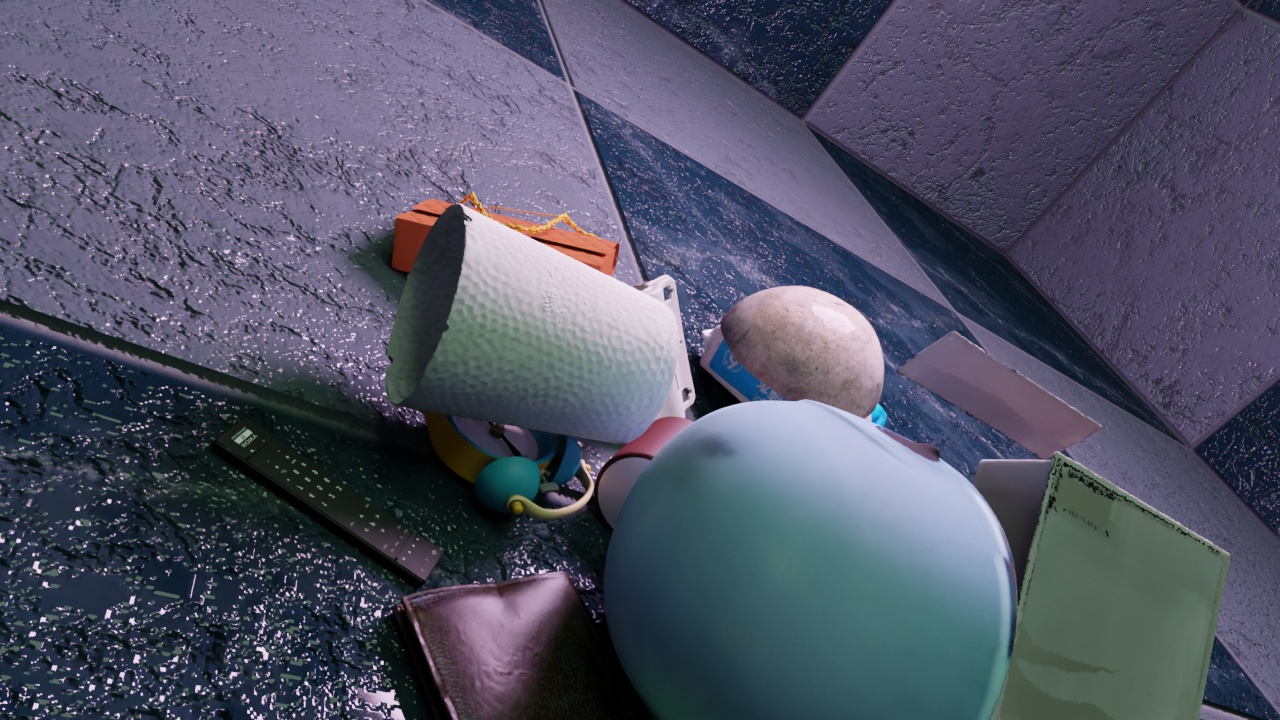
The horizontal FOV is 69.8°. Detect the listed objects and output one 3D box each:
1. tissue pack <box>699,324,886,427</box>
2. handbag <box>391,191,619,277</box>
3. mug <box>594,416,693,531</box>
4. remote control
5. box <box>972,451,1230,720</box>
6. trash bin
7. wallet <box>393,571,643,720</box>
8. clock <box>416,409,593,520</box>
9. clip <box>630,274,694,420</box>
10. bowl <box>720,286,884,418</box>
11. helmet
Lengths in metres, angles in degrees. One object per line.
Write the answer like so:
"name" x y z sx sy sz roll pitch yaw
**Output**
"tissue pack" 0.158 0.026 0.978 0.209 0.066 0.116 43 29 25
"handbag" -0.110 -0.102 0.790 0.172 0.060 0.108 14 22 3
"mug" 0.021 0.104 0.689 0.106 0.073 0.082 68 25 -7
"remote control" -0.176 0.080 0.523 0.140 0.009 0.030 36 25 -6
"box" 0.184 0.224 0.615 0.167 0.381 0.171 28 44 -21
"trash bin" -0.069 -0.014 0.612 0.161 0.134 0.133 18 32 -27
"wallet" -0.067 0.167 0.506 0.119 0.031 0.099 6 37 -45
"clock" -0.091 0.062 0.634 0.129 0.044 0.098 38 24 15
"clip" -0.005 0.005 0.769 0.143 0.075 0.125 -32 113 -47
"bowl" 0.176 -0.026 0.927 0.178 0.081 0.178 19 28 -11
"helmet" 0.073 0.128 0.518 0.166 0.225 0.266 26 1 -22
